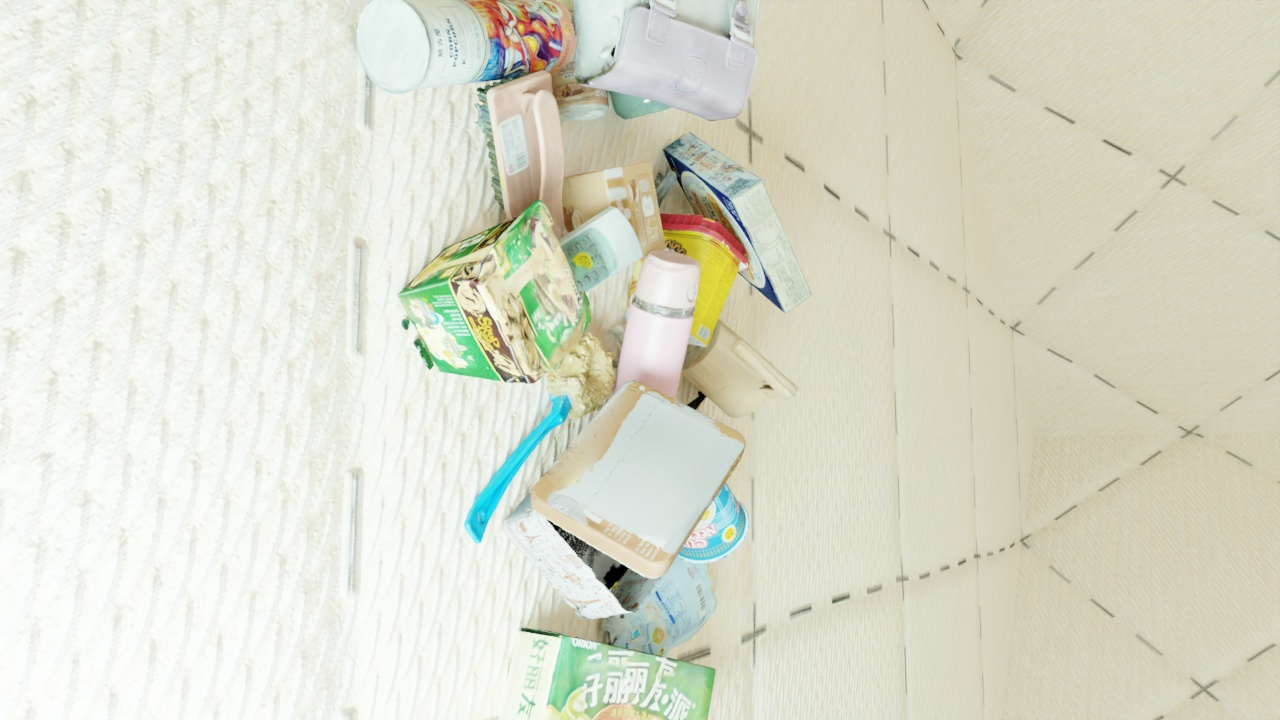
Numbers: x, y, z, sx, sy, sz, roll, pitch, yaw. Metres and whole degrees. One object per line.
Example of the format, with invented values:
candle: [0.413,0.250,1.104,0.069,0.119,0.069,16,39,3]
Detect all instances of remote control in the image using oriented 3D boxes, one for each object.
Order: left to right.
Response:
remote control: [-0.064,-0.086,0.849,0.135,0.019,0.056,-34,115,-9]

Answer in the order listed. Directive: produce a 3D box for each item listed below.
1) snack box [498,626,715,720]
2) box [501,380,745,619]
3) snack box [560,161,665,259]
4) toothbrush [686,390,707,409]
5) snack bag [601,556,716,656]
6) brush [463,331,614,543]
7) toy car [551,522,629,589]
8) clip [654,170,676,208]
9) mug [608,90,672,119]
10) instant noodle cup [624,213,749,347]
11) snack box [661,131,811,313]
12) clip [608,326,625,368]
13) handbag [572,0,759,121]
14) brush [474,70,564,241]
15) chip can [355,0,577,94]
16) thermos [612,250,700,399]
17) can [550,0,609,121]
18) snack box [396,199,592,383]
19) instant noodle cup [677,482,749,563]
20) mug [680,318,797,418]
snack box: [-0.026,0.330,0.868,0.240,0.063,0.114,30,64,-44]
box: [-0.004,0.114,0.822,0.148,0.158,0.181,51,50,-11]
snack box: [-0.036,-0.145,0.925,0.094,0.077,0.093,-29,112,-56]
toothbrush: [0.041,0.072,1.078,0.026,0.027,0.212,63,35,-8]
snack bag: [0.021,0.288,1.006,0.190,0.039,0.110,-28,116,-53]
brush: [-0.093,0.065,0.853,0.253,0.046,0.083,-57,137,-40]
toy car: [-0.034,0.187,0.924,0.156,0.041,0.071,47,48,-39]
clip: [0.021,-0.202,1.087,0.024,0.028,0.056,51,56,-40]
mug: [0.003,-0.328,1.013,0.111,0.082,0.106,-59,136,-68]
instant noodle cup: [0.045,-0.088,1.031,0.116,0.116,0.123,30,73,-54]
snack box: [0.115,-0.167,1.099,0.046,0.182,0.178,-36,129,-3]
clip: [-0.002,-0.003,1.011,0.103,0.035,0.076,48,49,-34]
handbag: [0.030,-0.326,0.905,0.196,0.099,0.145,1,95,-47]
brush: [-0.097,-0.175,0.805,0.063,0.073,0.146,-32,137,-33]
chip can: [-0.139,-0.272,0.780,0.214,0.071,0.071,-34,115,-55]
thermos: [0.018,-0.012,0.943,0.087,0.067,0.199,-18,124,-58]
can: [-0.066,-0.302,0.912,0.058,0.059,0.116,-15,99,-58]
snack box: [-0.123,-0.050,0.747,0.117,0.106,0.118,-58,135,-47]
instant noodle cup: [0.059,0.153,1.018,0.099,0.099,0.110,-64,142,-39]
mug: [0.110,0.008,1.087,0.103,0.125,0.084,39,71,-29]
